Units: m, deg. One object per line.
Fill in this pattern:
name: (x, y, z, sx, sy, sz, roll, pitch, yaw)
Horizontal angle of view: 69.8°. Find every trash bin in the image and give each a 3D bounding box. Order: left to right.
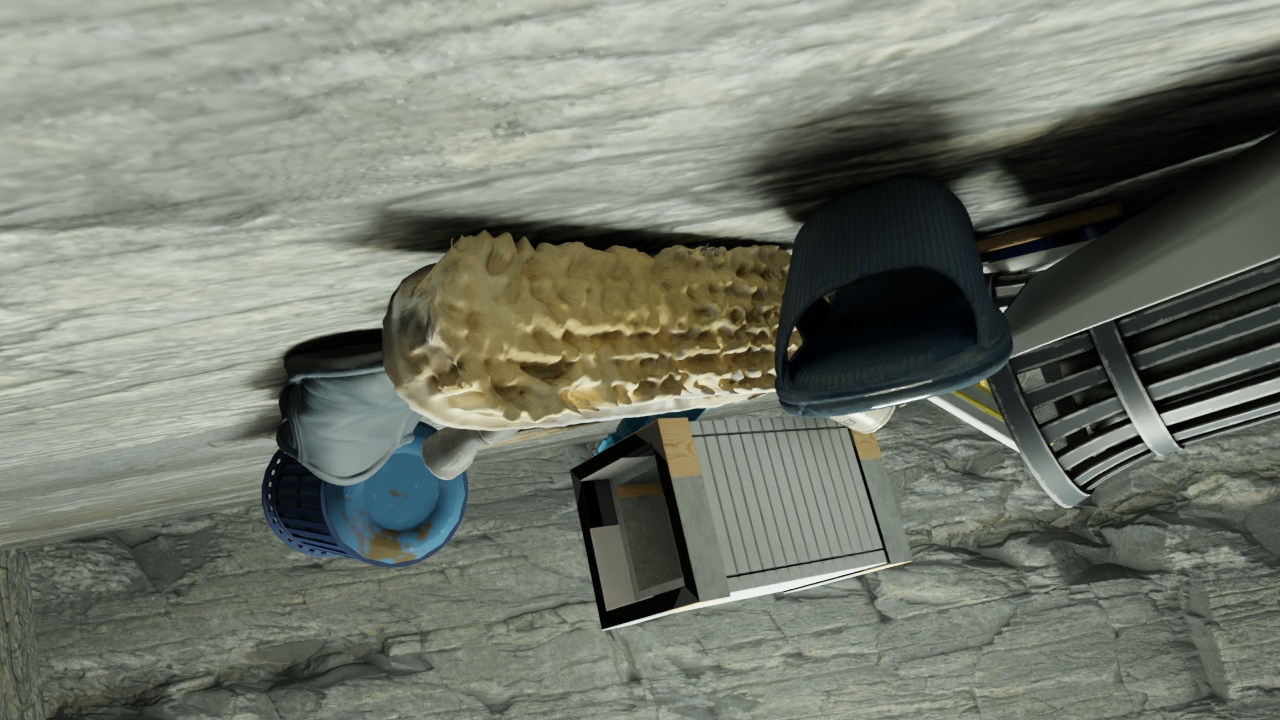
trash bin: (-0.265, 0.124, 0.875, 0.139, 0.139, 0.250, -6, 177, -32)
trash bin: (0.090, 0.138, 0.819, 0.246, 0.142, 0.143, 0, 159, -36)
trash bin: (0.344, -0.023, 0.554, 0.228, 0.164, 0.164, -25, 166, 33)

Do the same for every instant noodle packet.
instant noodle packet: (0.312, -0.077, 0.663, 0.134, 0.026, 0.087, -12, 173, 16)

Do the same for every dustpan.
dustpan: (0.283, -0.074, 0.408, 0.258, 0.033, 0.162, -37, 176, 36)

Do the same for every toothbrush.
toothbrush: (0.225, -0.074, 0.603, 0.167, 0.016, 0.016, -15, 174, 26)

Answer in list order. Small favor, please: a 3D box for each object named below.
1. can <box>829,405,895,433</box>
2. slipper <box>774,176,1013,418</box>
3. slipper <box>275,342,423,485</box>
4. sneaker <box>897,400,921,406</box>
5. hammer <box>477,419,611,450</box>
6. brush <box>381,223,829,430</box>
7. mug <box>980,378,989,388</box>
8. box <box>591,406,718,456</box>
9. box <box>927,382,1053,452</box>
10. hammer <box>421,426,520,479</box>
can: (0.144, 0.011, 0.750, 0.135, 0.054, 0.054, 27, 155, -26)
slipper: (0.116, -0.045, 0.448, 0.101, 0.082, 0.263, -18, -169, 23)
slipper: (-0.200, 0.045, 0.653, 0.108, 0.083, 0.266, -5, 170, -28)
sneaker: (0.230, 0.002, 0.896, 0.143, 0.101, 0.238, -5, 168, 9)
hammer: (-0.073, 0.018, 0.710, 0.158, 0.037, 0.301, -11, 168, -10)
brush: (0.001, -0.015, 0.453, 0.270, 0.083, 0.057, -3, 171, -45)
mug: (0.328, -0.018, 0.812, 0.107, 0.113, 0.083, -13, 160, 5)
box: (0.053, 0.034, 0.854, 0.174, 0.033, 0.232, -27, 167, -22)
box: (0.211, 0.009, 0.696, 0.209, 0.034, 0.129, 35, -166, 26)
hammer: (-0.004, 0.004, 0.614, 0.120, 0.030, 0.330, -35, 172, 26)
